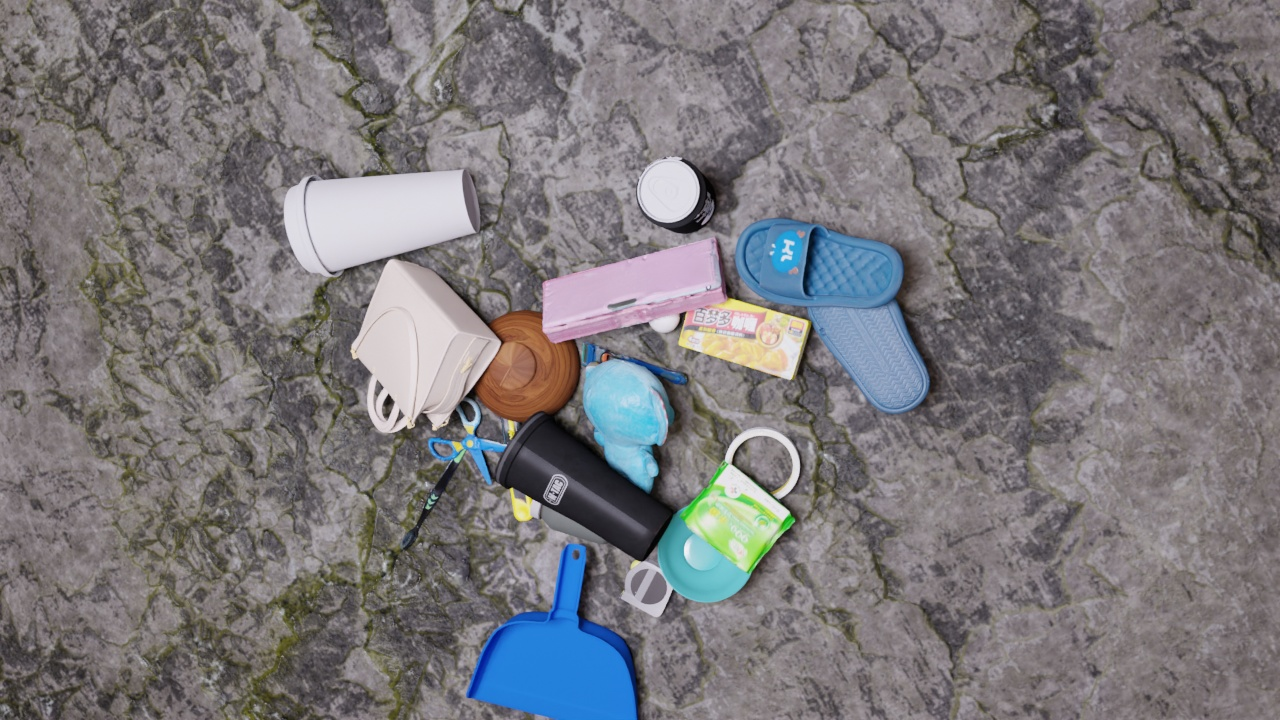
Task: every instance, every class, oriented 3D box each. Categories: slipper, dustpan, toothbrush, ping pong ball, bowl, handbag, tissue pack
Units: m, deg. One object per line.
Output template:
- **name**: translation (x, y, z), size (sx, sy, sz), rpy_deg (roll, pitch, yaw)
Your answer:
- **slipper**: translation (0.272, -0.034, 1.105), size (0.104, 0.059, 0.213), rpy_deg (-29, 77, 21)
- **dustpan**: translation (-0.100, 0.364, 1.210), size (0.246, 0.059, 0.257), rpy_deg (10, 95, 10)
- **toothbrush**: translation (-0.279, 0.181, 1.248), size (0.014, 0.017, 0.188), rpy_deg (33, 99, 8)
- **ping pong ball**: translation (0.030, -0.055, 1.156), size (0.040, 0.040, 0.040), rpy_deg (1, 95, 10)
- **bowl**: translation (0.082, 0.242, 1.162), size (0.121, 0.046, 0.121), rpy_deg (0, 80, -1)
- **handbag**: translation (-0.295, 0.002, 1.174), size (0.194, 0.101, 0.198), rpy_deg (43, 108, 34)
- **tissue pack**: translation (0.120, 0.192, 1.130), size (0.114, 0.034, 0.099), rpy_deg (39, 83, 7)
- **bowl**: translation (-0.156, 0.007, 1.174), size (0.147, 0.069, 0.147), rpy_deg (0, 89, 8)
- **slipper**: translation (0.203, -0.112, 1.082), size (0.214, 0.059, 0.104), rpy_deg (17, 93, 33)

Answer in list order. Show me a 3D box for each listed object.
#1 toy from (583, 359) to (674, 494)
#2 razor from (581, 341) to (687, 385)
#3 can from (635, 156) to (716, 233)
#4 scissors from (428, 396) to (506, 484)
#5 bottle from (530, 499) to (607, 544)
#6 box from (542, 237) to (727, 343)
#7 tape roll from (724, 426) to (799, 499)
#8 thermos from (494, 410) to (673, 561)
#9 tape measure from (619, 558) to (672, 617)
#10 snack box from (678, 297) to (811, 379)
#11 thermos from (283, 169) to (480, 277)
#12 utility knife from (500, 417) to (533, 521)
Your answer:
- **toy**: translation (-0.005, 0.081, 1.143), size (0.114, 0.183, 0.181), rpy_deg (-25, 117, -28)
- **razor**: translation (-0.007, 0.007, 1.181), size (0.141, 0.018, 0.044), rpy_deg (15, 133, 6)
- **can**: translation (0.044, -0.194, 1.087), size (0.080, 0.146, 0.080), rpy_deg (1, 95, 10)
- **scissors**: translation (-0.226, 0.103, 1.227), size (0.125, 0.016, 0.125), rpy_deg (7, 93, 17)
- **bottle**: translation (-0.085, 0.197, 1.190), size (0.108, 0.060, 0.060), rpy_deg (16, 97, 9)
- **box**: translation (-0.012, -0.089, 1.142), size (0.233, 0.041, 0.098), rpy_deg (-12, 54, 13)
- **tape roll**: translation (0.154, 0.131, 1.160), size (0.094, 0.019, 0.094), rpy_deg (1, 95, 11)
- **thermos**: translation (-0.070, 0.157, 1.124), size (0.218, 0.105, 0.106), rpy_deg (31, 100, 13)
- **tape measure**: translation (0.010, 0.296, 1.202), size (0.064, 0.016, 0.065), rpy_deg (27, 99, 7)
- **snack box**: translation (0.127, -0.033, 1.133), size (0.152, 0.025, 0.075), rpy_deg (18, 98, 20)
- **thermos**: translation (-0.325, -0.185, 1.176), size (0.222, 0.131, 0.131), rpy_deg (-9, 93, 4)
- **utility knife**: translation (-0.168, 0.116, 1.221), size (0.029, 0.020, 0.198), rpy_deg (-9, 91, 10)
